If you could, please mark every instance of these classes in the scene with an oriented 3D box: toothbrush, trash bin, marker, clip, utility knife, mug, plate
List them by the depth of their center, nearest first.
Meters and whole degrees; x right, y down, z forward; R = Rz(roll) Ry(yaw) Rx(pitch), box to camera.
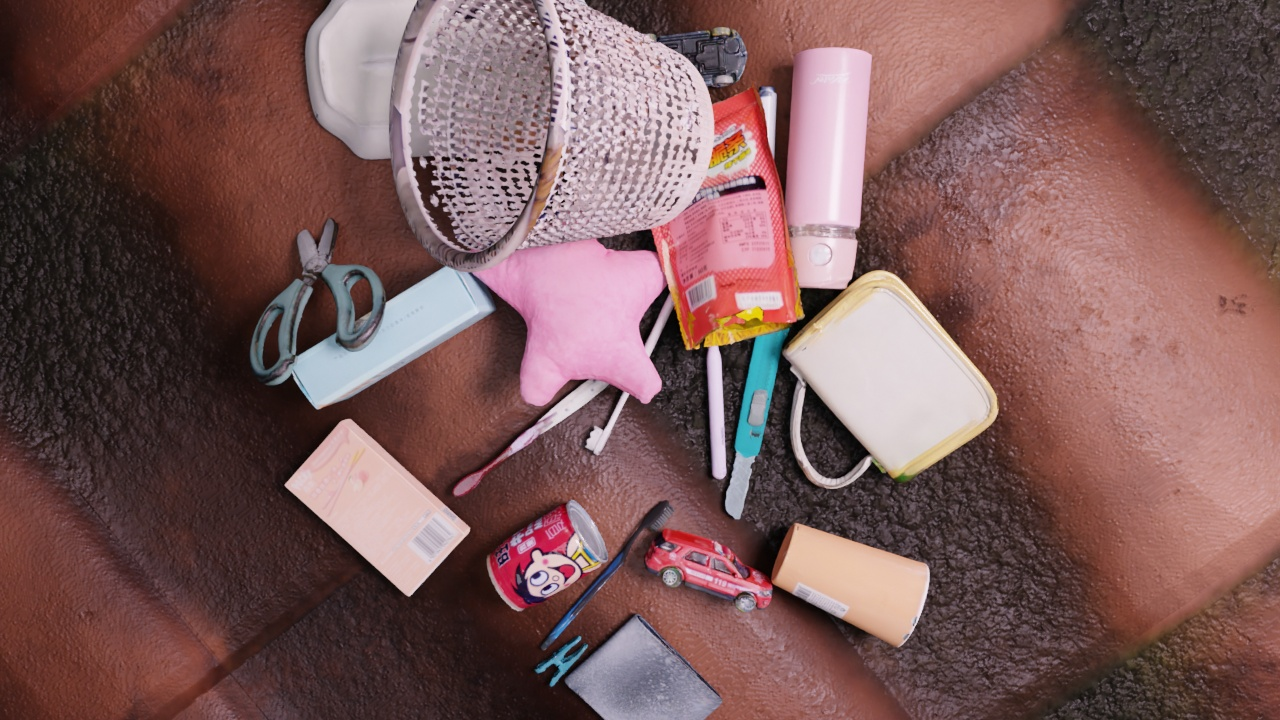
[{"bbox_3d":[-0.058,-0.182,0.714,0.228,0.191,0.227,5,97,47],"label":"trash bin"},{"bbox_3d":[-0.172,-0.266,0.811,0.266,0.034,0.162,-3,96,3],"label":"plate"},{"bbox_3d":[0.108,-0.176,0.813,0.022,0.018,0.131,-1,96,-16],"label":"marker"},{"bbox_3d":[0.184,0.196,0.820,0.123,0.078,0.078,21,96,6],"label":"mug"},{"bbox_3d":[0.070,0.015,0.835,0.021,0.029,0.189,5,100,43],"label":"toothbrush"},{"bbox_3d":[0.106,0.044,0.837,0.029,0.013,0.209,11,96,2],"label":"utility knife"},{"bbox_3d":[-0.005,0.005,0.839,0.016,0.016,0.180,28,97,6],"label":"toothbrush"},{"bbox_3d":[-0.099,0.068,0.851,0.187,0.017,0.016,-38,90,4],"label":"toothbrush"},{"bbox_3d":[-0.032,0.204,0.861,0.016,0.014,0.189,37,98,-25],"label":"toothbrush"},{"bbox_3d":[-0.074,0.283,0.871,0.057,0.014,0.048,-42,90,5],"label":"clip"}]

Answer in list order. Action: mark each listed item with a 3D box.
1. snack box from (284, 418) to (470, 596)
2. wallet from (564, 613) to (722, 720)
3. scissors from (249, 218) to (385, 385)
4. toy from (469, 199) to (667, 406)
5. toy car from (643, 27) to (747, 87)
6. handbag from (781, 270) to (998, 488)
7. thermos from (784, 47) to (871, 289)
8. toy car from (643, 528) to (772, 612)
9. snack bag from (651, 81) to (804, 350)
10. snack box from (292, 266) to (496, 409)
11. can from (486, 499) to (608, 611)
[{"bbox_3d":[-0.245,0.137,0.858,0.157,0.026,0.084,43,96,-1],"label":"snack box"},{"bbox_3d":[0.003,0.312,0.868,0.097,0.019,0.121,-44,93,8],"label":"wallet"},{"bbox_3d":[-0.296,-0.050,0.802,0.169,0.019,0.177,-37,55,2],"label":"scissors"},{"bbox_3d":[-0.041,-0.047,0.800,0.178,0.075,0.194,-24,79,-14],"label":"toy"},{"bbox_3d":[0.040,-0.261,0.802,0.105,0.031,0.049,-4,99,6],"label":"toy car"},{"bbox_3d":[0.199,0.029,0.816,0.179,0.063,0.163,-41,92,21],"label":"handbag"},{"bbox_3d":[0.148,-0.161,0.791,0.087,0.067,0.198,5,97,10],"label":"thermos"},{"bbox_3d":[0.064,0.190,0.834,0.120,0.053,0.045,21,99,0],"label":"toy car"},{"bbox_3d":[0.066,-0.120,0.782,0.129,0.073,0.207,-17,79,24],"label":"snack bag"},{"bbox_3d":[-0.218,-0.023,0.817,0.175,0.074,0.051,-30,94,5],"label":"snack box"},{"bbox_3d":[-0.085,0.178,0.834,0.094,0.066,0.066,-32,93,6],"label":"can"}]
